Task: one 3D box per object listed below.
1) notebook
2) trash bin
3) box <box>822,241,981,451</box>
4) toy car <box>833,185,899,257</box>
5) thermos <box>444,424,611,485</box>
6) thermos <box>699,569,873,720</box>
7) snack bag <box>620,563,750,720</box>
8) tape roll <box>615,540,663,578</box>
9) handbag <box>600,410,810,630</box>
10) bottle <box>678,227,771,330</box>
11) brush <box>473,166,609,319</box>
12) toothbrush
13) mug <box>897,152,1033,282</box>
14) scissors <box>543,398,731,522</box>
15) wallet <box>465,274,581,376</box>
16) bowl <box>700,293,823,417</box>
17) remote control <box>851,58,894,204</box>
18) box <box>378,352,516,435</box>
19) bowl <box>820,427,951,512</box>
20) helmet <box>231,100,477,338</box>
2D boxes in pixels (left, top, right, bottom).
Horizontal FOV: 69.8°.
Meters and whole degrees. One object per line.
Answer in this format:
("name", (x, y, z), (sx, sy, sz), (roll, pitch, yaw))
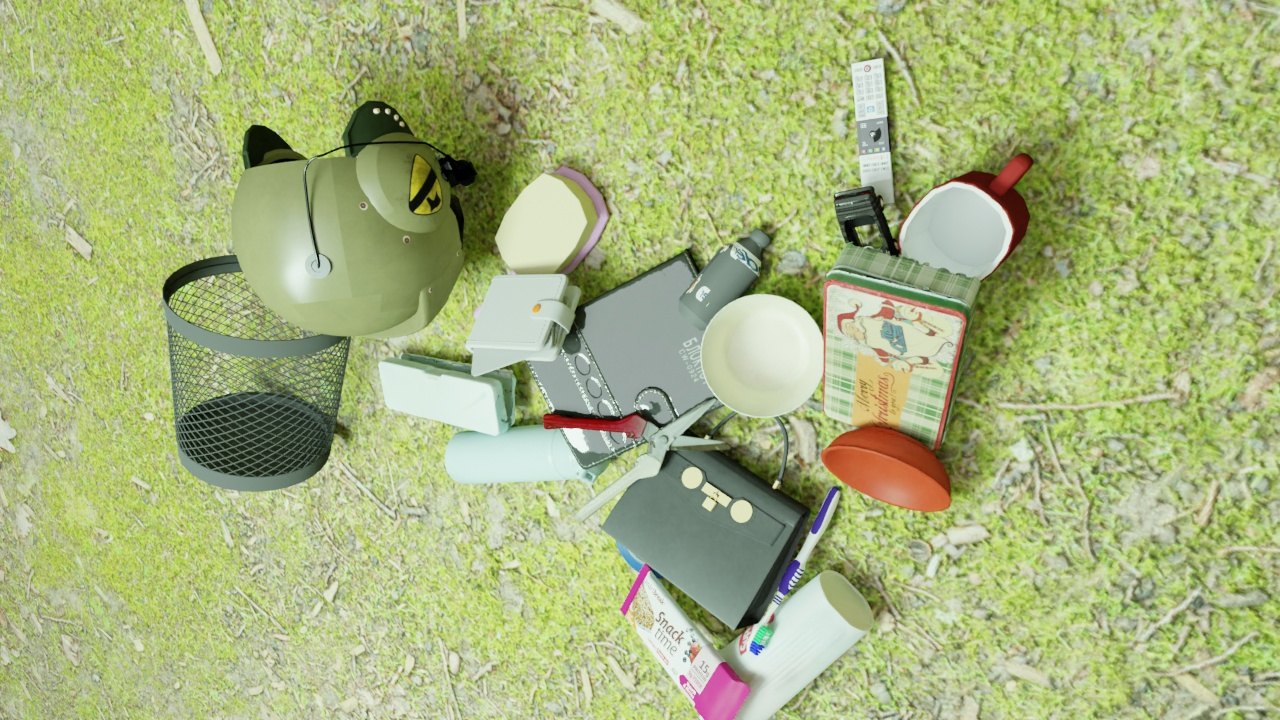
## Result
("notebook", (-0.006, 0.006, 0.950), (0.209, 0.029, 0.169), (-27, 90, 17))
("trash bin", (-0.479, 0.017, 1.155), (0.218, 0.217, 0.228), (27, 120, 20))
("box", (0.215, -0.005, 0.778), (0.118, 0.050, 0.206), (22, 152, 23))
("toy car", (0.199, -0.110, 0.809), (0.040, 0.037, 0.092), (-7, 134, 30))
("thermos", (-0.129, 0.107, 1.063), (0.207, 0.065, 0.077), (-7, 59, 31))
("thermos", (0.142, 0.311, 0.961), (0.099, 0.099, 0.221), (46, 116, 10))
("snack bag", (0.042, 0.306, 0.980), (0.196, 0.016, 0.070), (43, 113, 44))
("tape roll", (0.013, 0.199, 1.038), (0.093, 0.016, 0.092), (42, 121, 13))
("handbag", (0.087, 0.138, 0.940), (0.176, 0.072, 0.196), (32, 97, 28))
("bottle", (0.083, -0.080, 0.886), (0.047, 0.047, 0.112), (41, 97, 13))
("brush", (-0.126, -0.110, 1.008), (0.089, 0.043, 0.229), (49, 122, 8))
("toothbrush", (0.154, 0.210, 0.916), (0.016, 0.015, 0.186), (29, 91, 45))
("mug", (0.274, -0.118, 0.744), (0.080, 0.096, 0.117), (44, 121, 12))
("scissors", (-0.014, 0.096, 0.943), (0.198, 0.015, 0.179), (22, 103, 8))
("wallet", (-0.126, -0.032, 0.946), (0.119, 0.037, 0.115), (3, 65, 36))
("bowl", (0.117, -0.006, 0.875), (0.115, 0.062, 0.115), (1, 95, 10))
("remote control", (0.206, -0.200, 0.809), (0.028, 0.011, 0.124), (-1, 104, 30))
("box", (-0.232, 0.040, 1.096), (0.199, 0.067, 0.083), (8, 88, 35))
("bowl", (0.230, 0.095, 0.843), (0.122, 0.122, 0.035), (18, 68, 24))
("helmet", (-0.292, -0.137, 0.958), (0.251, 0.255, 0.233), (0, 101, 31))
